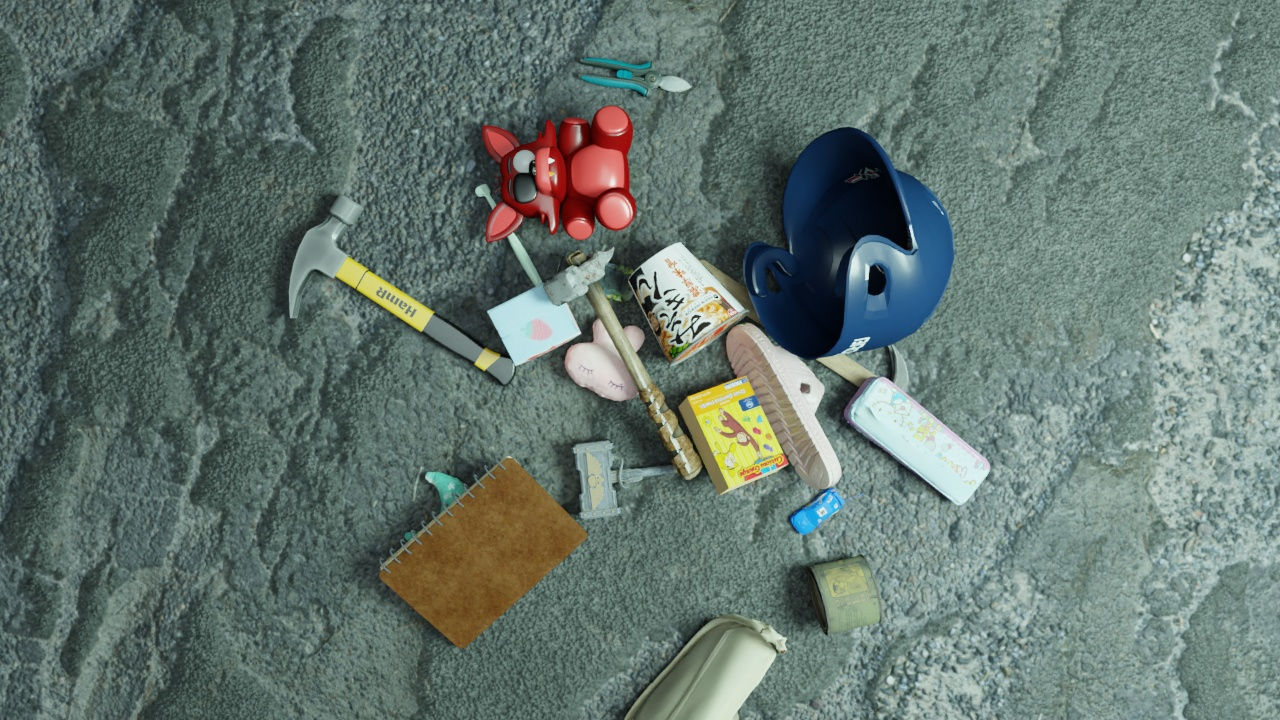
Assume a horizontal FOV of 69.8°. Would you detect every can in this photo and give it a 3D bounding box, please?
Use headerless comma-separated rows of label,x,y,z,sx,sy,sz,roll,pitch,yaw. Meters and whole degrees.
can,0.264,0.305,1.195,0.074,0.090,0.090,-12,91,-2

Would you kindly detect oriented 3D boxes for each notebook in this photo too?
notebook,-0.205,0.244,1.187,0.225,0.024,0.167,-42,109,-1

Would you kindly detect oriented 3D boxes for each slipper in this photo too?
slipper,0.197,0.050,1.183,0.064,0.094,0.239,-26,82,-24

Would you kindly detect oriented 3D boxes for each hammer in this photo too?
hammer,0.074,0.140,1.211,0.322,0.044,0.098,-6,91,-5
hammer,-0.305,-0.062,1.197,0.324,0.034,0.170,33,91,-4
hammer,-0.007,0.007,1.150,0.049,0.121,0.319,-22,101,36
hammer,0.210,-0.031,1.224,0.331,0.031,0.119,33,89,0

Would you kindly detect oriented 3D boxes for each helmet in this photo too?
helmet,0.267,-0.147,1.119,0.222,0.233,0.272,-19,103,-25

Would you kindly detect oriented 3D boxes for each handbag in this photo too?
handbag,0.096,0.439,1.155,0.132,0.184,0.228,39,72,-5

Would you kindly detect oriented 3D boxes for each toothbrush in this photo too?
toothbrush,-0.170,-0.162,1.206,0.022,0.015,0.155,-32,93,-33

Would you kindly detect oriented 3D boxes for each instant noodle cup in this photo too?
instant noodle cup,0.053,-0.077,1.171,0.123,0.123,0.121,-34,84,-2

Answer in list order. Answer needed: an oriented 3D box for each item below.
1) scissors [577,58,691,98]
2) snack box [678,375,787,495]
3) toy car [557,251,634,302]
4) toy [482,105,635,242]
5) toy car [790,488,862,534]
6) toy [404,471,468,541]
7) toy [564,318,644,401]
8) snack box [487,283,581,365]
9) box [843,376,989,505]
scissors,-0.008,-0.379,1.207,0.136,0.019,0.138,-30,91,-1
snack box,0.118,0.096,1.178,0.088,0.040,0.125,-19,75,-21
toy car,-0.058,-0.108,1.203,0.105,0.033,0.048,14,84,-16
toy,-0.104,-0.232,1.162,0.197,0.120,0.158,-3,90,5
toy car,0.245,0.197,1.206,0.092,0.062,0.033,-37,92,-1
toy,-0.257,0.204,1.201,0.085,0.033,0.105,21,90,3
toy,-0.040,-0.004,1.199,0.108,0.053,0.105,20,76,-3
snack box,-0.133,-0.047,1.170,0.093,0.095,0.079,-27,92,-2
box,0.364,0.105,1.205,0.214,0.033,0.076,37,88,-13
